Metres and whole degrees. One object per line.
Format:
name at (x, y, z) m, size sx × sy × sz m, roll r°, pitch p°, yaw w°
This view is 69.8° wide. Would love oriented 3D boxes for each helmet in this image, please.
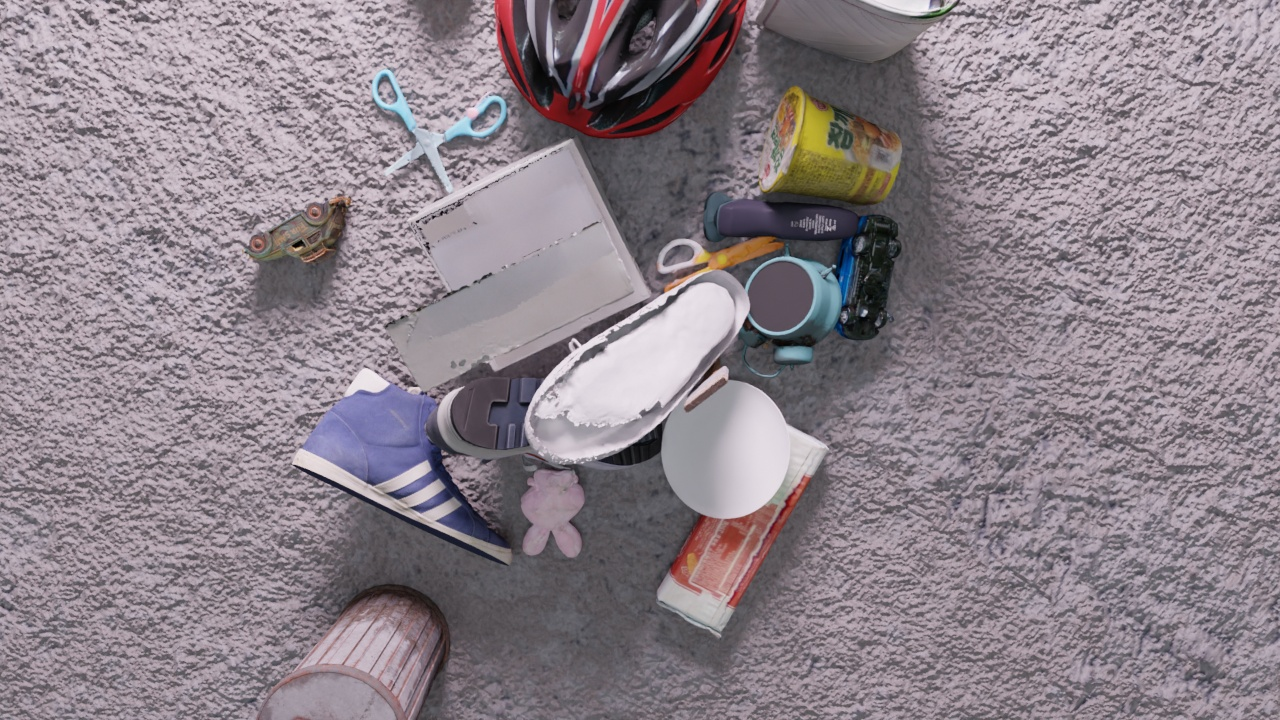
helmet at (-0.011, -0.331, 0.798) m, size 0.217 × 0.167 × 0.272 m, roll 22°, pitch 86°, yaw -6°

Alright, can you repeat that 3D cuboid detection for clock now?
clock at (0.134, -0.043, 0.868) m, size 0.090 × 0.053 × 0.124 m, roll 31°, pitch 101°, yaw 32°

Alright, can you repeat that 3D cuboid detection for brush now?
brush at (0.065, 0.014, 0.845) m, size 0.045 × 0.143 × 0.008 m, roll -38°, pitch 95°, yaw 15°

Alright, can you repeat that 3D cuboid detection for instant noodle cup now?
instant noodle cup at (0.175, -0.188, 0.841) m, size 0.108 × 0.102 × 0.102 m, roll 13°, pitch 99°, yaw -10°

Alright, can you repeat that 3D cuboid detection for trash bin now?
trash bin at (-0.262, 0.309, 0.862) m, size 0.131 × 0.211 × 0.131 m, roll 0°, pitch 99°, yaw 1°

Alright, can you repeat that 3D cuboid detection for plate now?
plate at (0.083, 0.087, 0.897) m, size 0.135 × 0.011 × 0.134 m, roll -4°, pitch 82°, yaw 27°

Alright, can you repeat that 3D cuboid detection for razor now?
razor at (0.130, -0.130, 0.857) m, size 0.143 × 0.052 × 0.047 m, roll 6°, pitch 109°, yaw 16°

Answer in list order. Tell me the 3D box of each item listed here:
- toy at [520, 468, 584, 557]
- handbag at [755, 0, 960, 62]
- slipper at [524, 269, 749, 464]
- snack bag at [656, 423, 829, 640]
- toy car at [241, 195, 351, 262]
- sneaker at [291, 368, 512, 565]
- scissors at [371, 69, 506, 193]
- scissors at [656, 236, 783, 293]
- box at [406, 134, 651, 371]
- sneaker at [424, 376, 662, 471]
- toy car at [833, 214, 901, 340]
toy at (-0.088, 0.151, 0.920) m, size 0.063 × 0.047 × 0.110 m, roll 1°, pitch 116°, yaw -8°
handbag at (0.184, -0.318, 0.765) m, size 0.142 × 0.198 × 0.096 m, roll 19°, pitch 97°, yaw -3°
slipper at (-0.005, 0.005, 0.824) m, size 0.112 × 0.075 × 0.246 m, roll 44°, pitch 63°, yaw 13°
snack bag at (0.101, 0.164, 0.922) m, size 0.077 × 0.041 × 0.225 m, roll 28°, pitch 100°, yaw -3°
toy car at (-0.322, -0.116, 0.879) m, size 0.112 × 0.047 × 0.047 m, roll -27°, pitch 92°, yaw 5°
sneaker at (-0.206, 0.100, 0.902) m, size 0.233 × 0.092 × 0.118 m, roll 31°, pitch 70°, yaw -22°
scissors at (-0.200, -0.230, 0.878) m, size 0.135 × 0.015 × 0.135 m, roll -35°, pitch 93°, yaw -2°
scissors at (0.078, -0.104, 0.894) m, size 0.130 × 0.013 × 0.070 m, roll -24°, pitch 99°, yaw 5°
box at (-0.097, -0.123, 0.998) m, size 0.169 × 0.403 × 0.172 m, roll -25°, pitch 98°, yaw 4°
sneaker at (-0.100, 0.061, 0.873) m, size 0.239 × 0.125 × 0.088 m, roll 10°, pitch 73°, yaw -41°
toy car at (0.213, -0.079, 0.875) m, size 0.056 × 0.044 × 0.120 m, roll 3°, pitch 98°, yaw -31°
